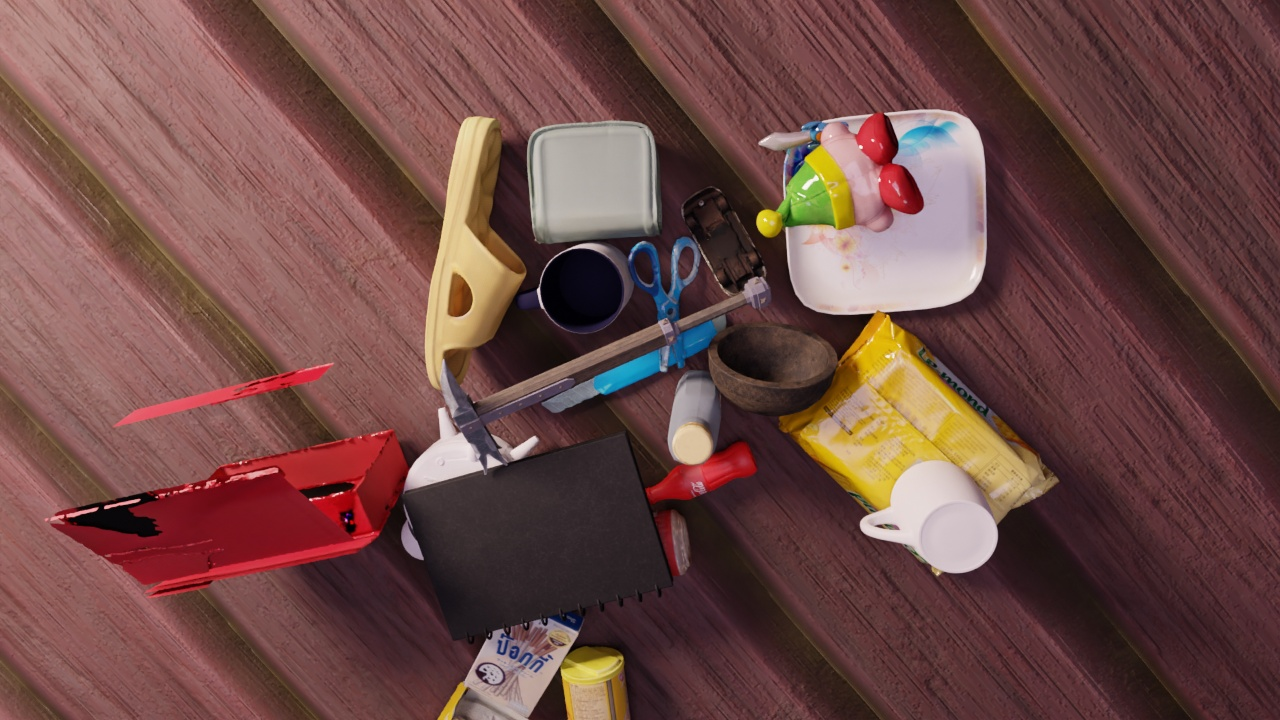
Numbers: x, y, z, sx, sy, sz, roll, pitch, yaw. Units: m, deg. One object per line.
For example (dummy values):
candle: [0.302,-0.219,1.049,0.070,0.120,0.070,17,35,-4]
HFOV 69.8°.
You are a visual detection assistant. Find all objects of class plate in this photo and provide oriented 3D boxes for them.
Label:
plate: [0.233,-0.140,0.880,0.187,0.016,0.187,-4,101,6]

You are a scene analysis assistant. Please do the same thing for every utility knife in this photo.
utility knife: [-0.006,0.005,0.930,0.209,0.015,0.031,-25,97,6]

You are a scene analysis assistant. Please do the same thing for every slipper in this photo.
slipper: [-0.149,-0.098,0.883,0.078,0.099,0.263,8,98,2]

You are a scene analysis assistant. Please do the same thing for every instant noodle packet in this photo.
instant noodle packet: [-0.147,0.483,1.013,0.221,0.084,0.163,31,102,-7]

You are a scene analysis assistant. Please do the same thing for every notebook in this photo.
notebook: [-0.100,0.179,0.901,0.231,0.019,0.169,-16,99,8]

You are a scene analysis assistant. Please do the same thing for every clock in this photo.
clock: [-0.180,0.142,0.943,0.125,0.072,0.161,17,102,2]

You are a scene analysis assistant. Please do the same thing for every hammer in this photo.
hammer: [-0.025,-0.008,0.843,0.316,0.028,0.147,-24,138,-4]

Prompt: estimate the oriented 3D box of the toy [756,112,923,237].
toy: [0.171,-0.163,0.830,0.132,0.096,0.124,-21,96,33]

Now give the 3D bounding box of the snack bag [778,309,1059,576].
snack bag: [0.267,0.087,0.896,0.247,0.068,0.160,42,103,-4]

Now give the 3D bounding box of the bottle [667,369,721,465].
bottle: [0.051,0.059,0.861,0.046,0.161,0.072,9,101,3]

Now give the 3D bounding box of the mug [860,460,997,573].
mug: [0.258,0.145,0.828,0.114,0.087,0.081,-13,101,7]

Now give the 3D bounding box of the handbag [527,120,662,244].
handbag: [-0.043,-0.167,0.873,0.122,0.067,0.106,-3,92,5]

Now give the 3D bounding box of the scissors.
scissors: [0.018,-0.051,0.892,0.090,0.014,0.141,0,100,-34]

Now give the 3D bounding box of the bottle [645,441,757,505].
bottle: [0.058,0.119,0.936,0.119,0.036,0.036,-23,98,9]

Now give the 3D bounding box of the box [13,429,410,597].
box: [-0.359,0.149,0.841,0.211,0.315,0.124,-12,88,8]

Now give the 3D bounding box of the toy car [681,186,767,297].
toy car: [0.081,-0.115,0.890,0.048,0.040,0.112,-29,79,10]

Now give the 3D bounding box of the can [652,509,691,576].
can: [-0.035,0.197,0.945,0.170,0.067,0.067,-9,100,7]

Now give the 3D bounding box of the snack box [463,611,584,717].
snack box: [-0.126,0.311,0.974,0.082,0.026,0.150,28,119,-1]

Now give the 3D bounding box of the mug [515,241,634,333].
mug: [-0.065,-0.069,0.880,0.112,0.096,0.078,-12,100,7]

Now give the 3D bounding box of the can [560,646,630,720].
can: [-0.046,0.365,0.979,0.068,0.067,0.105,-5,101,6]

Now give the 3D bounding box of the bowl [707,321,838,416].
bowl: [0.123,0.017,0.876,0.121,0.121,0.056,4,121,4]
